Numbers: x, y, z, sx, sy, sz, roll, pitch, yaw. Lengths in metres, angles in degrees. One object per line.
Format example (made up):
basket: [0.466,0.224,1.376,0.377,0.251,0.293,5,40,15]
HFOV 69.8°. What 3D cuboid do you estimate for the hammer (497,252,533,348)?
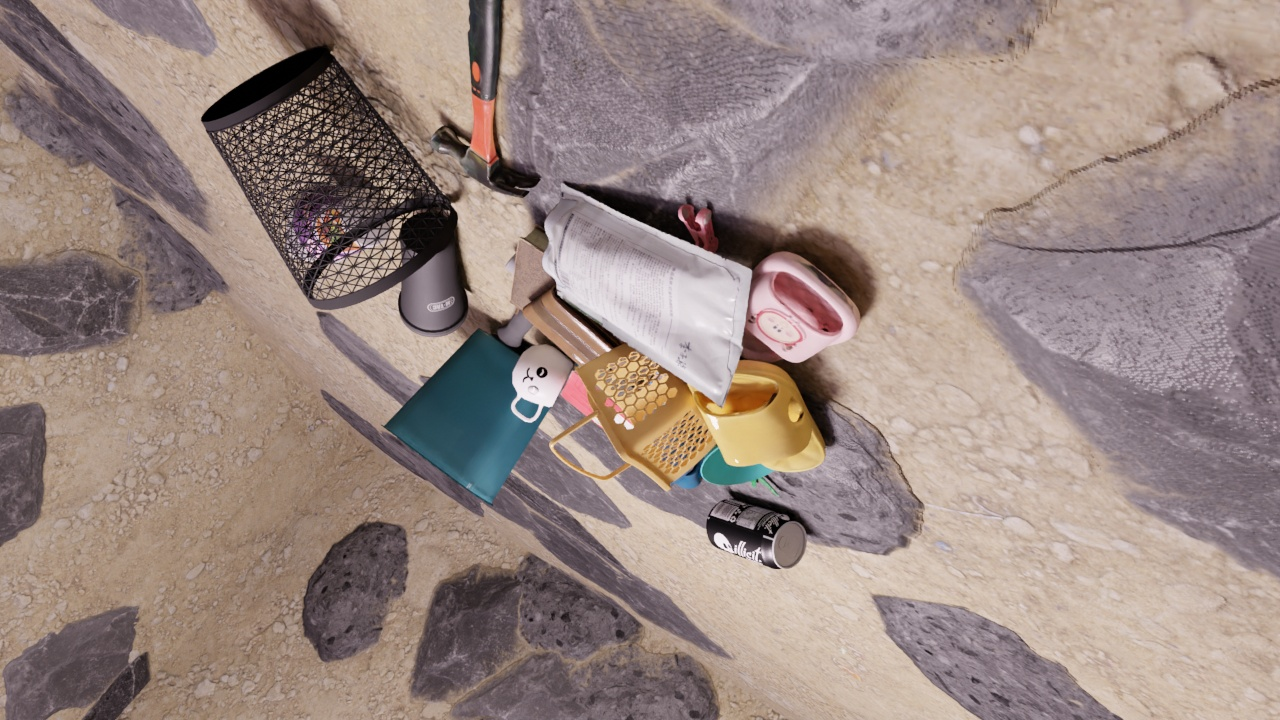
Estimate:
hammer: [-0.161,-0.062,1.317,0.125,0.029,0.312,40,159,-6]

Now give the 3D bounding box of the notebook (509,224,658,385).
notebook: [-0.066,-0.052,1.127,0.215,0.034,0.191,33,149,5]

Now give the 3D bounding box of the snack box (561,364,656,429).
snack box: [-0.045,0.065,1.376,0.142,0.040,0.145,37,160,1]

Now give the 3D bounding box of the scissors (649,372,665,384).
scissors: [-0.008,0.006,1.238,0.125,0.013,0.130,13,150,50]

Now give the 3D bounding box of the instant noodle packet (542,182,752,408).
instant noodle packet: [0.003,-0.075,0.923,0.269,0.057,0.147,32,130,36]

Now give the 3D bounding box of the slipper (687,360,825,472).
slipper: [0.135,0.078,0.990,0.100,0.078,0.263,-13,148,23]

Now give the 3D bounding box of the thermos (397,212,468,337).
thermos: [-0.303,-0.124,1.328,0.106,0.105,0.219,35,154,7]

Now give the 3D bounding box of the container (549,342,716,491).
container: [-0.012,0.073,1.049,0.129,0.167,0.183,58,-175,26]

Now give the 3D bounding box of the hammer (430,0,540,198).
hammer: [-0.151,-0.266,0.880,0.133,0.033,0.334,37,158,6]

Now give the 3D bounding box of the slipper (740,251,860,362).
slipper: [0.131,-0.037,0.866,0.107,0.055,0.222,38,161,-6]

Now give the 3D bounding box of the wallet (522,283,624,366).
wallet: [-0.079,-0.036,1.103,0.121,0.026,0.099,42,151,-13]

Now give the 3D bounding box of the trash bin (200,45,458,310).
trash bin: [-0.377,-0.224,1.102,0.217,0.216,0.243,15,143,46]

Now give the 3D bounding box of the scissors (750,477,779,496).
scissors: [0.158,0.147,1.264,0.129,0.012,0.117,44,158,-14]

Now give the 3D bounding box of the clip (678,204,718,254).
clip: [0.060,-0.123,0.854,0.058,0.023,0.050,50,158,-15]

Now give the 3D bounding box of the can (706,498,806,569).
can: [0.171,0.259,1.375,0.146,0.080,0.080,8,144,52]

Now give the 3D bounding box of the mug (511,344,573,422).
mug: [-0.158,0.035,1.387,0.076,0.124,0.090,28,-166,-3]

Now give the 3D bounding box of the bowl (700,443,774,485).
bowl: [0.127,0.104,1.139,0.121,0.121,0.046,70,-178,-55]

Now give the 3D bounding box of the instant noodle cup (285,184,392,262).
instant noodle cup: [-0.438,-0.201,1.350,0.122,0.136,0.122,2,131,42]

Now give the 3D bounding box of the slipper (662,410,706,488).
slipper: [0.065,0.129,1.275,0.059,0.103,0.214,16,166,-2]

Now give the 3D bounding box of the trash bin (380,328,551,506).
trash bin: [-0.262,0.088,1.491,0.196,0.218,0.199,35,169,11]
